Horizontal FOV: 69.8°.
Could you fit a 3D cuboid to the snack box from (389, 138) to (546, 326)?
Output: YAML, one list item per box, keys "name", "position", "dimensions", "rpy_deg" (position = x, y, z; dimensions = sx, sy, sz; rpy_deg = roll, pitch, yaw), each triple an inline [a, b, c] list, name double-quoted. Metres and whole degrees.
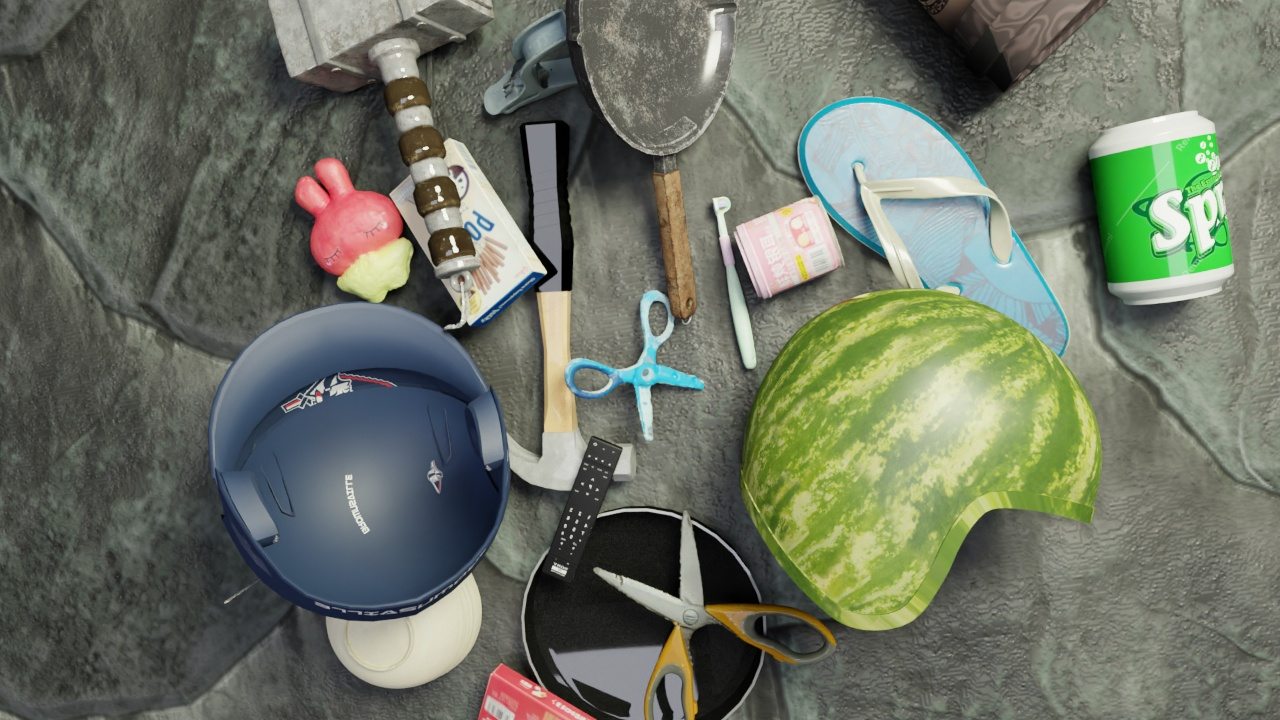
- name: "snack box"
  position: [-0.154, -0.113, 0.813]
  dimensions: [0.082, 0.026, 0.150]
  rpy_deg: [-38, 76, 19]

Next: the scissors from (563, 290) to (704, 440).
- name: "scissors"
  position: [-0.006, 0.005, 0.810]
  dimensions: [0.139, 0.011, 0.134]
  rpy_deg: [-2, 89, -24]

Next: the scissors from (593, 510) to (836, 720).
- name: "scissors"
  position: [0.054, 0.252, 0.822]
  dimensions: [0.225, 0.016, 0.230]
  rpy_deg: [20, 97, 5]

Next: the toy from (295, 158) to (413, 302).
- name: "toy"
  position: [-0.262, -0.118, 0.839]
  dimensions: [0.092, 0.045, 0.135]
  rpy_deg: [-28, 98, 8]

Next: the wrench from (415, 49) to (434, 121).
- name: "wrench"
  position: [-0.196, -0.346, 0.819]
  dimensions: [0.073, 0.018, 0.273]
  rpy_deg: [4, 99, 8]

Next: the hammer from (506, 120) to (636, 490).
- name: "hammer"
  position: [-0.078, -0.047, 0.828]
  dimensions: [0.131, 0.039, 0.328]
  rpy_deg: [-2, 96, 9]

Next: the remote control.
- name: "remote control"
  position: [-0.053, 0.135, 0.822]
  dimensions: [0.030, 0.009, 0.140]
  rpy_deg: [22, 105, 5]

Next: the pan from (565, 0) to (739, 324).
- name: "pan"
  position: [0.016, -0.197, 0.755]
  dimensions: [0.040, 0.207, 0.357]
  rpy_deg: [15, 121, 36]

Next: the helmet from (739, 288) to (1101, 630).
- name: "helmet"
  position: [0.208, 0.063, 0.711]
  dimensions: [0.247, 0.213, 0.243]
  rpy_deg: [-40, 71, 13]

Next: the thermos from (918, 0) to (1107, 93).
- name: "thermos"
  position: [0.256, -0.341, 0.689]
  dimensions: [0.173, 0.172, 0.226]
  rpy_deg: [-44, 83, 10]

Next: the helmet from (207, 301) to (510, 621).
- name: "helmet"
  position: [-0.232, 0.083, 0.774]
  dimensions: [0.232, 0.223, 0.272]
  rpy_deg: [-17, 85, -20]

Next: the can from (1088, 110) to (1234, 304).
- name: "can"
  position: [0.411, -0.119, 0.727]
  dimensions: [0.088, 0.087, 0.140]
  rpy_deg: [-10, 95, 9]

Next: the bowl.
- name: "bowl"
  position: [-0.233, 0.245, 0.864]
  dimensions: [0.151, 0.075, 0.151]
  rpy_deg: [1, 97, 8]

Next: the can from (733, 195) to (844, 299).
- name: "can"
  position: [0.125, -0.096, 0.779]
  dimensions: [0.076, 0.067, 0.067]
  rpy_deg: [-21, 93, 9]

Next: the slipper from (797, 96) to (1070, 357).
- name: "slipper"
  position: [0.253, -0.105, 0.766]
  dimensions: [0.118, 0.060, 0.295]
  rpy_deg: [-39, 90, 7]

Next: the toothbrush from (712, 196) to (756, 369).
- name: "toothbrush"
  position: [0.084, -0.068, 0.813]
  dimensions: [0.015, 0.022, 0.155]
  rpy_deg: [-5, 99, 45]

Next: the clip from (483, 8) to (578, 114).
- name: "clip"
  position: [-0.052, -0.255, 0.766]
  dimensions: [0.165, 0.165, 0.032]
  rpy_deg: [-17, 90, -9]

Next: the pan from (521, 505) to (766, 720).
- name: "pan"
  position: [0.012, 0.309, 0.858]
  dimensions: [0.225, 0.034, 0.356]
  rpy_deg: [-8, 96, 9]

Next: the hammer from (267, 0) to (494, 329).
- name: "hammer"
  position: [-0.186, -0.188, 0.775]
  dimensions: [0.177, 0.079, 0.326]
  rpy_deg: [-17, 89, 22]

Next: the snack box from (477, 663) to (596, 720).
- name: "snack box"
  position: [-0.090, 0.352, 0.860]
  dimensions: [0.133, 0.021, 0.089]
  rpy_deg: [25, 116, 16]

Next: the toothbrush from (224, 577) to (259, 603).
- name: "toothbrush"
  position: [-0.304, 0.176, 0.812]
  dimensions: [0.010, 0.181, 0.010]
  rpy_deg: [-26, 95, 19]
